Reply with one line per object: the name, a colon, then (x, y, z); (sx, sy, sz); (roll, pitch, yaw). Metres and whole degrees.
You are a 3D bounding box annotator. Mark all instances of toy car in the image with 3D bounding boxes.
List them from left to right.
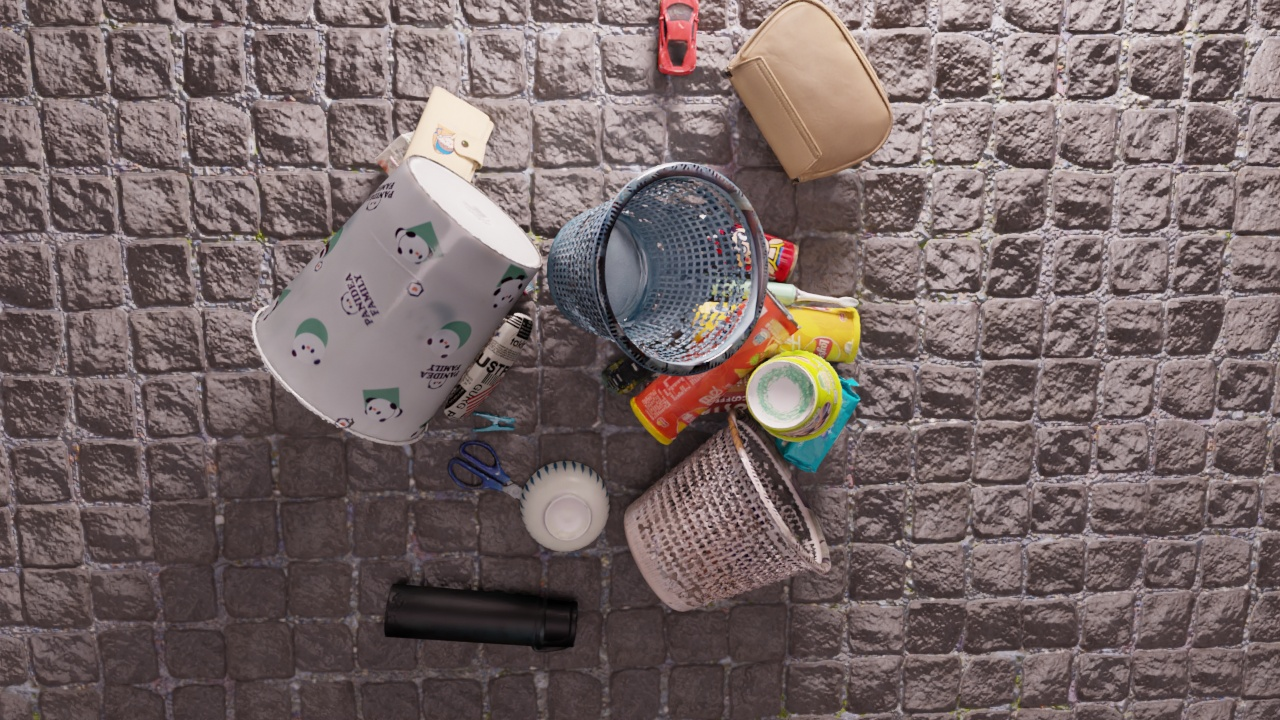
toy car: (-0.007, 0.007, 1.168); (0.091, 0.036, 0.043); (-33, 99, 3)
toy car: (0.045, -0.400, 1.108); (0.049, 0.031, 0.106); (2, 97, -5)

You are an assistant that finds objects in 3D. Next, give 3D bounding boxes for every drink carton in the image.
drink carton: (-0.258, -0.210, 1.104); (0.054, 0.045, 0.122); (-33, 99, 22)

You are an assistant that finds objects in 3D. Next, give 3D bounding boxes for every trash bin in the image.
trash bin: (-0.258, -0.072, 1.019); (0.229, 0.229, 0.252); (41, 105, -9)
trash bin: (0.000, -0.103, 1.051); (0.226, 0.195, 0.226); (-4, 97, -32)
trash bin: (0.096, 0.202, 1.132); (0.192, 0.227, 0.227); (-32, 100, 14)

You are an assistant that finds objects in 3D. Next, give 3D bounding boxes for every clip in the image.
clip: (-0.188, 0.080, 1.180); (0.056, 0.014, 0.039); (3, 100, -5)

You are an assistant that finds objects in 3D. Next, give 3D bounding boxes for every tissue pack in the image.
tissue pack: (0.226, 0.075, 1.167); (0.050, 0.093, 0.133); (30, 97, -4)

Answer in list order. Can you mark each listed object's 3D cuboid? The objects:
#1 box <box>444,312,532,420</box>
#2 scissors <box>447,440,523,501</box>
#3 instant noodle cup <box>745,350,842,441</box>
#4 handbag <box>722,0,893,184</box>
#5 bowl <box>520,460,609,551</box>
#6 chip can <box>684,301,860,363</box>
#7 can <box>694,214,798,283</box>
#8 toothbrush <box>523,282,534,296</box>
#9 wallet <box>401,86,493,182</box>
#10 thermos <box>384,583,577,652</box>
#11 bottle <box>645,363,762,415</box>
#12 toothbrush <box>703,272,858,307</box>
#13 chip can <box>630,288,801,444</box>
box: (-0.212, -0.009, 1.147); (0.088, 0.076, 0.163); (41, 98, 15)
scissors: (-0.177, 0.175, 1.198); (0.108, 0.012, 0.175); (-32, 101, 0)
instant noodle cup: (0.173, 0.040, 1.067); (0.112, 0.123, 0.111); (-1, 87, 17)
handbag: (0.202, -0.321, 1.101); (0.148, 0.099, 0.204); (-32, 100, 9)
bowl: (-0.094, 0.192, 1.172); (0.116, 0.066, 0.116); (-1, 98, -9)
chip can: (0.163, -0.037, 1.156); (0.213, 0.072, 0.072); (3, 99, -3)
can: (0.126, -0.140, 1.144); (0.132, 0.053, 0.053); (17, 98, -6)
toothbrush: (-0.184, -0.164, 1.139); (0.017, 0.016, 0.187); (-31, 100, -8)
wallet: (-0.224, -0.258, 1.087); (0.087, 0.024, 0.115); (26, 64, -25)
thermos: (-0.206, 0.345, 1.199); (0.242, 0.068, 0.090); (7, 121, -5)
bottle: (0.094, 0.039, 1.170); (0.175, 0.057, 0.057); (-6, 100, -3)
toothbrush: (0.158, -0.086, 1.143); (0.224, 0.027, 0.026); (8, 94, 9)
chip can: (0.087, 0.005, 1.090); (0.217, 0.073, 0.073); (-43, 100, 12)
